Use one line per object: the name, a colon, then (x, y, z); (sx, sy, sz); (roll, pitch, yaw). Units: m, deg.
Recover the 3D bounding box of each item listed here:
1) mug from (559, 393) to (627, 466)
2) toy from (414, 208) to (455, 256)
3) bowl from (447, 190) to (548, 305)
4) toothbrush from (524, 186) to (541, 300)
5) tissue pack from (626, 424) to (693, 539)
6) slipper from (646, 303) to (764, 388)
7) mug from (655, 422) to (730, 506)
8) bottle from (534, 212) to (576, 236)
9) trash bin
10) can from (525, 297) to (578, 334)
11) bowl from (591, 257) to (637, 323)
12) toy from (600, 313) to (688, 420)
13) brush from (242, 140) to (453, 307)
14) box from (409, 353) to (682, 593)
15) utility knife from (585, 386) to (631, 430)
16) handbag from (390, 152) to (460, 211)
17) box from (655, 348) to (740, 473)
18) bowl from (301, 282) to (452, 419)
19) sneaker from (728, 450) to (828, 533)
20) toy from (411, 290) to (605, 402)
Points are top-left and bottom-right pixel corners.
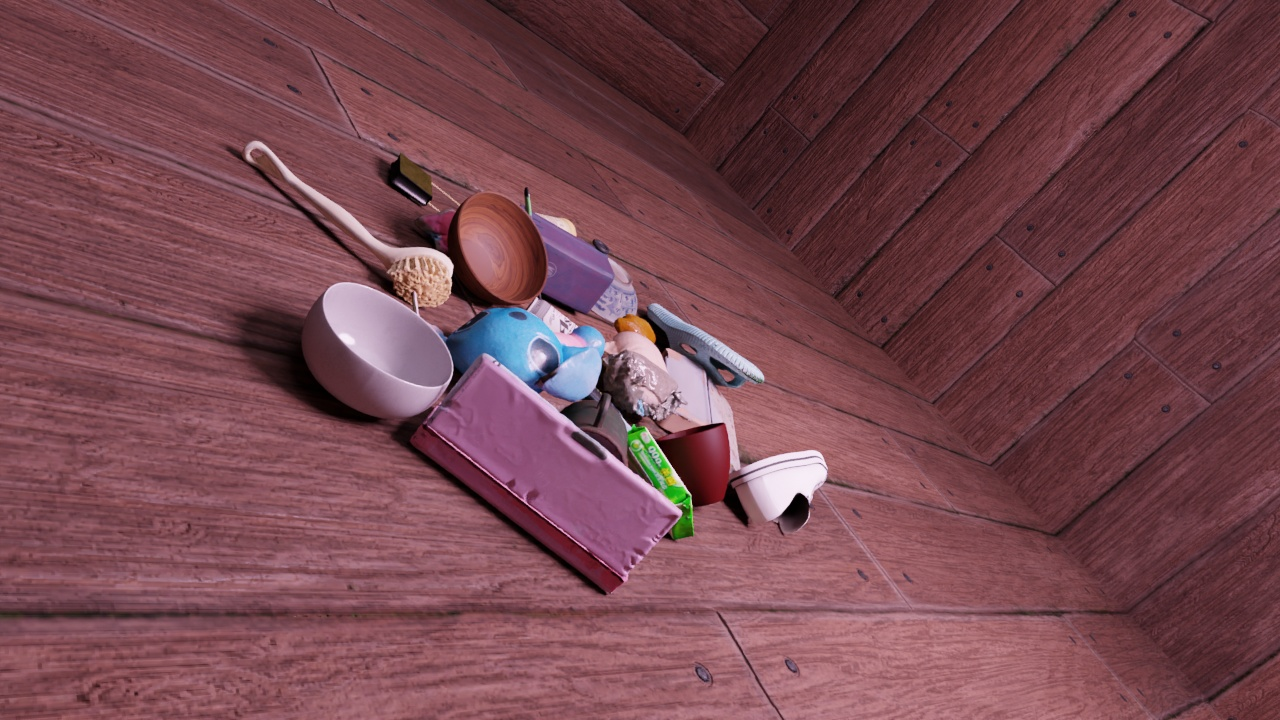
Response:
mug: (-0.050, 0.079, 0.927); (0.085, 0.111, 0.081); (19, 20, -5)
toy: (-0.240, -0.166, 1.196); (0.102, 0.050, 0.065); (-25, 87, -39)
bowl: (-0.192, -0.131, 1.152); (0.147, 0.069, 0.147); (26, 55, -43)
toothbrush: (-0.144, -0.136, 1.207); (0.017, 0.014, 0.188); (-2, 85, -48)
tissue pack: (0.019, 0.133, 0.995); (0.114, 0.034, 0.100); (56, -13, 30)
slipper: (0.087, -0.017, 1.475); (0.116, 0.069, 0.276); (35, 1, -39)
mug: (0.067, 0.129, 1.118); (0.114, 0.087, 0.088); (166, -91, -73)
bottle: (-0.160, -0.198, 1.409); (0.056, 0.057, 0.161); (47, 20, 16)
trash bin: (-0.127, -0.143, 1.301); (0.160, 0.094, 0.092); (27, 24, -31)
can: (-0.103, -0.034, 1.177); (0.106, 0.044, 0.044); (38, 19, -11)
bowl: (-0.054, -0.124, 1.454); (0.150, 0.057, 0.150); (37, 19, -15)
toy: (-0.007, 0.007, 1.203); (0.132, 0.076, 0.175); (40, 30, -32)
brush: (-0.320, -0.152, 1.005); (0.272, 0.062, 0.077); (36, 15, -5)
box: (-0.077, 0.092, 0.838); (0.232, 0.115, 0.098); (40, 18, -7)
utility knife: (-0.067, 0.035, 1.133); (0.198, 0.020, 0.028); (43, 20, 7)
handbag: (-0.273, -0.216, 1.289); (0.178, 0.027, 0.084); (37, 18, -31)
box: (0.086, 0.072, 1.330); (0.157, 0.063, 0.216); (48, 16, -17)
bowl: (-0.236, 0.000, 0.803); (0.132, 0.064, 0.131); (37, 19, -15)
sneaker: (0.205, 0.185, 1.257); (0.245, 0.091, 0.097); (12, 53, -63)
toy: (-0.138, -0.015, 0.995); (0.224, 0.099, 0.191); (17, 11, 15)
